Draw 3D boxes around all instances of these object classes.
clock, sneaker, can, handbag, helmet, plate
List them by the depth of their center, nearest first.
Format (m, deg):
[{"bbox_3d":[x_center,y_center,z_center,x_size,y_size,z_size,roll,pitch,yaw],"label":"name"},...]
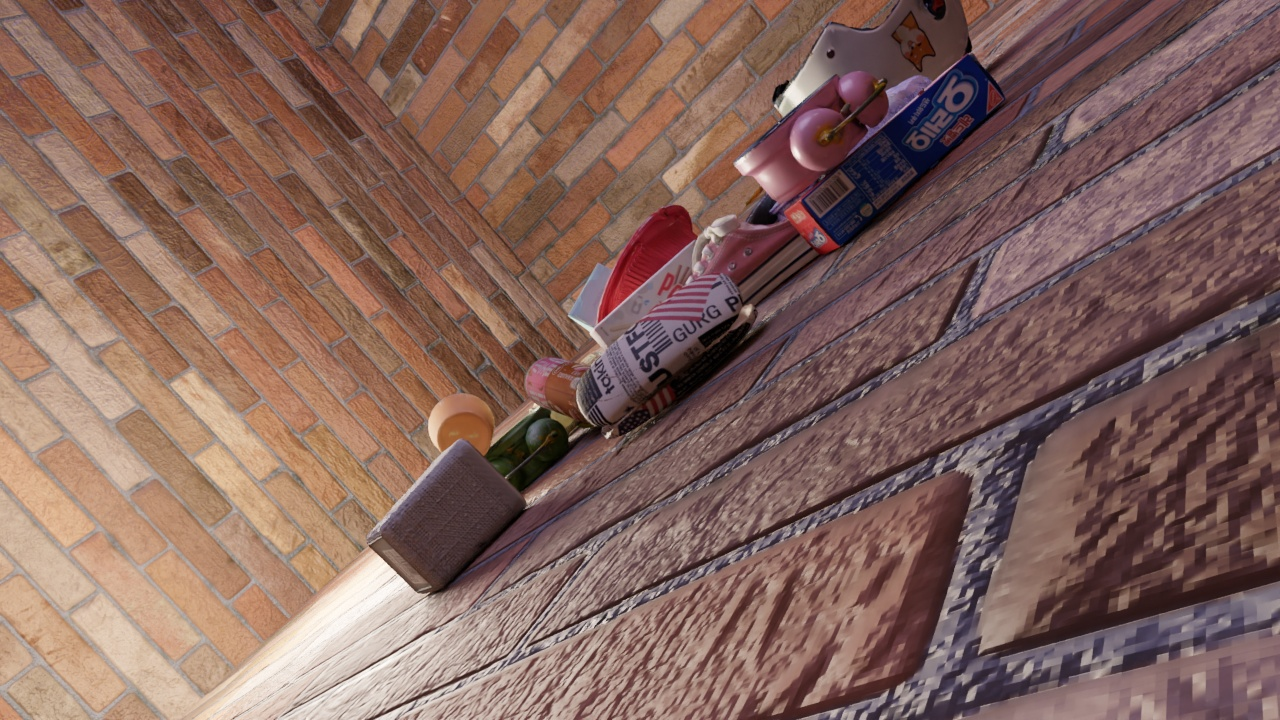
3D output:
[{"bbox_3d":[0.153,-0.198,0.802,0.117,0.060,0.159,-44,7,-27],"label":"clock"},{"bbox_3d":[0.089,-0.094,0.900,0.242,0.088,0.118,-38,6,23],"label":"sneaker"},{"bbox_3d":[0.223,-0.209,0.962,0.193,0.075,0.134,-44,4,-30],"label":"handbag"},{"bbox_3d":[-0.071,0.031,0.972,0.057,0.058,0.147,-42,24,-18],"label":"can"},{"bbox_3d":[-0.134,0.107,1.038,0.116,0.056,0.161,-42,5,-6],"label":"clock"},{"bbox_3d":[0.152,-0.148,1.068,0.179,0.024,0.180,-47,-17,-20],"label":"plate"},{"bbox_3d":[-0.081,0.045,1.166,0.116,0.058,0.059,-42,5,-17],"label":"can"},{"bbox_3d":[0.313,-0.360,1.171,0.273,0.157,0.230,-31,0,-16],"label":"helmet"}]

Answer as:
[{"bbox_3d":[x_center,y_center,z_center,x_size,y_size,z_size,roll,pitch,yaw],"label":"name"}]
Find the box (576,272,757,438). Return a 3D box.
[{"bbox_3d":[0.029,0.007,0.747,0.163,0.083,0.075,-39,41,8],"label":"box"}]

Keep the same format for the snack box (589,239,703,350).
[{"bbox_3d":[0.030,-0.049,0.985,0.156,0.084,0.027,-42,4,-16],"label":"snack box"}]

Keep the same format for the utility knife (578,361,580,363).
[{"bbox_3d":[-0.070,0.024,1.291,0.031,0.022,0.220,-54,-5,-3],"label":"utility knife"}]

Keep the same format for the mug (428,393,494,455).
[{"bbox_3d":[-0.202,0.081,1.041,0.078,0.078,0.123,-42,10,-7],"label":"mug"}]

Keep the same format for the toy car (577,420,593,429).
[{"bbox_3d":[-0.032,0.037,1.016,0.105,0.032,0.048,-52,6,21],"label":"toy car"}]

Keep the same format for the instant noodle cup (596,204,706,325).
[{"bbox_3d":[0.030,-0.082,1.081,0.193,0.066,0.194,-49,-23,-30],"label":"instant noodle cup"}]

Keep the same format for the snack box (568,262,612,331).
[{"bbox_3d":[-0.025,-0.056,1.152,0.074,0.052,0.175,-62,-21,-3],"label":"snack box"}]

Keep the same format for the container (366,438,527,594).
[{"bbox_3d":[-0.184,0.149,0.855,0.114,0.090,0.090,-47,7,-31],"label":"container"}]

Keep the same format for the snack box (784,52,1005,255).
[{"bbox_3d":[0.225,-0.182,0.813,0.207,0.057,0.058,-42,2,-6],"label":"snack box"}]
